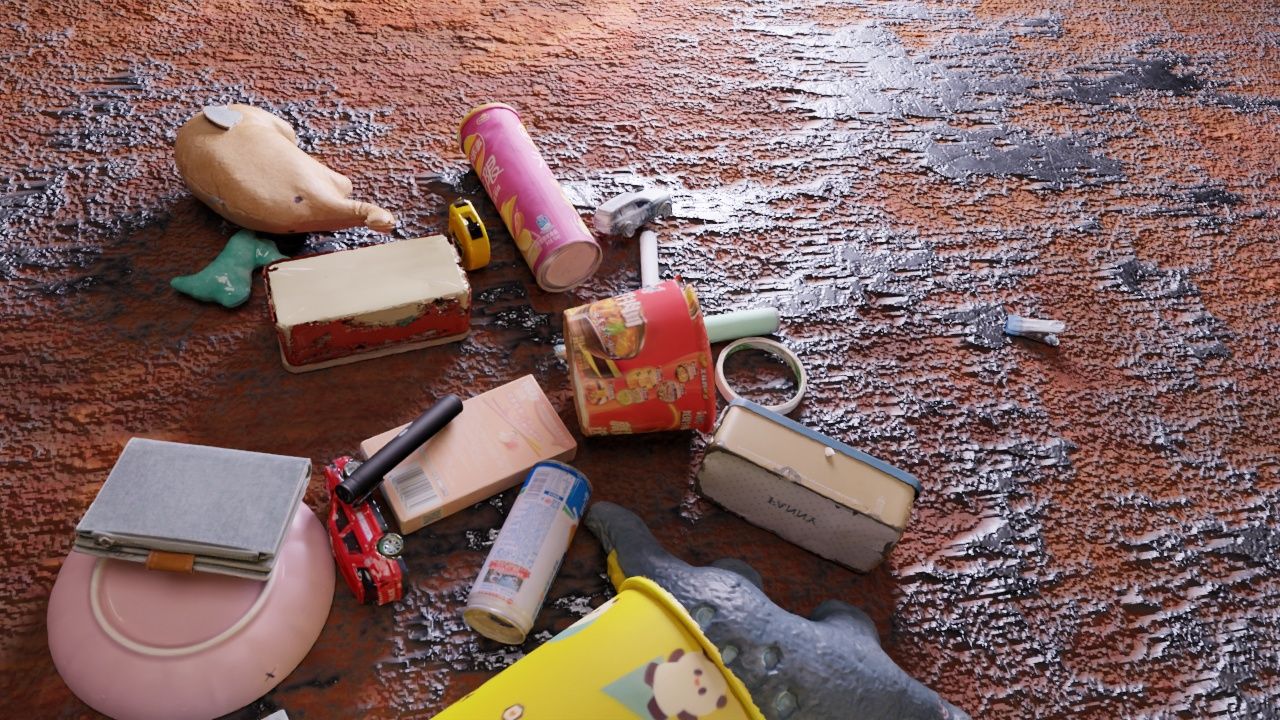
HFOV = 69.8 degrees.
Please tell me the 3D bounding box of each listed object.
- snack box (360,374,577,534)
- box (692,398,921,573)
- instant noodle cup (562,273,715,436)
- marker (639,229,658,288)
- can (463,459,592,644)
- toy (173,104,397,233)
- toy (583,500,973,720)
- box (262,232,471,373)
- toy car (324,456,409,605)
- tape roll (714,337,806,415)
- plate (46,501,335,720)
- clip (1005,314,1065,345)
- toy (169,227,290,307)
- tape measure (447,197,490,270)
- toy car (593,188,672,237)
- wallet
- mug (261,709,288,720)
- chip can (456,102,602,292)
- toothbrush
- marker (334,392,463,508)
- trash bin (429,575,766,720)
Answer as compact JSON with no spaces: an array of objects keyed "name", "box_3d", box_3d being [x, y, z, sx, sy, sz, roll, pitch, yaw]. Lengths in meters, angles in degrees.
[{"name":"snack box","box_3d":[-0.140,0.075,0.759,0.157,0.026,0.084,-22,59,-25]},{"name":"box","box_3d":[0.138,0.106,0.748,0.184,0.090,0.059,24,52,5]},{"name":"instant noodle cup","box_3d":[-0.005,0.005,0.779,0.108,0.138,0.137,-10,55,-7]},{"name":"marker","box_3d":[0.008,-0.084,0.906,0.018,0.023,0.130,26,39,-25]},{"name":"can","box_3d":[-0.084,0.144,0.699,0.053,0.053,0.134,20,52,5]},{"name":"toy","box_3d":[-0.339,-0.165,0.871,0.226,0.083,0.143,37,44,16]},{"name":"toy","box_3d":[0.099,0.216,0.665,0.356,0.092,0.137,27,25,9]},{"name":"box","box_3d":[-0.239,-0.057,0.810,0.168,0.077,0.091,-13,56,-19]},{"name":"toy car","box_3d":[-0.211,0.128,0.689,0.045,0.053,0.120,-17,55,-27]},{"name":"tape roll","box_3d":[0.113,0.015,0.859,0.086,0.014,0.085,5,52,-7]},{"name":"plate","box_3d":[-0.319,0.158,0.655,0.192,0.039,0.192,5,52,-7]},{"name":"clip","box_3d":[0.407,-0.033,0.947,0.057,0.029,0.024,15,50,10]},{"name":"toy","box_3d":[-0.364,-0.085,0.840,0.096,0.030,0.091,18,54,0]},{"name":"tape measure","box_3d":[-0.168,-0.115,0.880,0.028,0.060,0.057,-21,65,-24]},{"name":"toy car","box_3d":[-0.007,-0.156,0.949,0.090,0.034,0.043,-30,35,-30]},{"name":"wallet","box_3d":[-0.312,0.105,0.648,0.129,0.037,0.106,8,40,-6]},{"name":"mug","box_3d":[-0.242,0.266,0.535,0.103,0.124,0.083,-24,81,-28]},{"name":"chip can","box_3d":[-0.113,-0.166,0.920,0.071,0.072,0.210,-18,58,-23]},{"name":"toothbrush","box_3d":[0.028,-0.023,0.866,0.224,0.026,0.027,-10,27,-17]},{"name":"marker","box_3d":[-0.183,0.067,0.709,0.022,0.020,0.131,47,42,-3]},{"name":"trash bin","box_3d":[-0.058,0.282,0.502,0.254,0.230,0.229,-25,61,-20]}]
